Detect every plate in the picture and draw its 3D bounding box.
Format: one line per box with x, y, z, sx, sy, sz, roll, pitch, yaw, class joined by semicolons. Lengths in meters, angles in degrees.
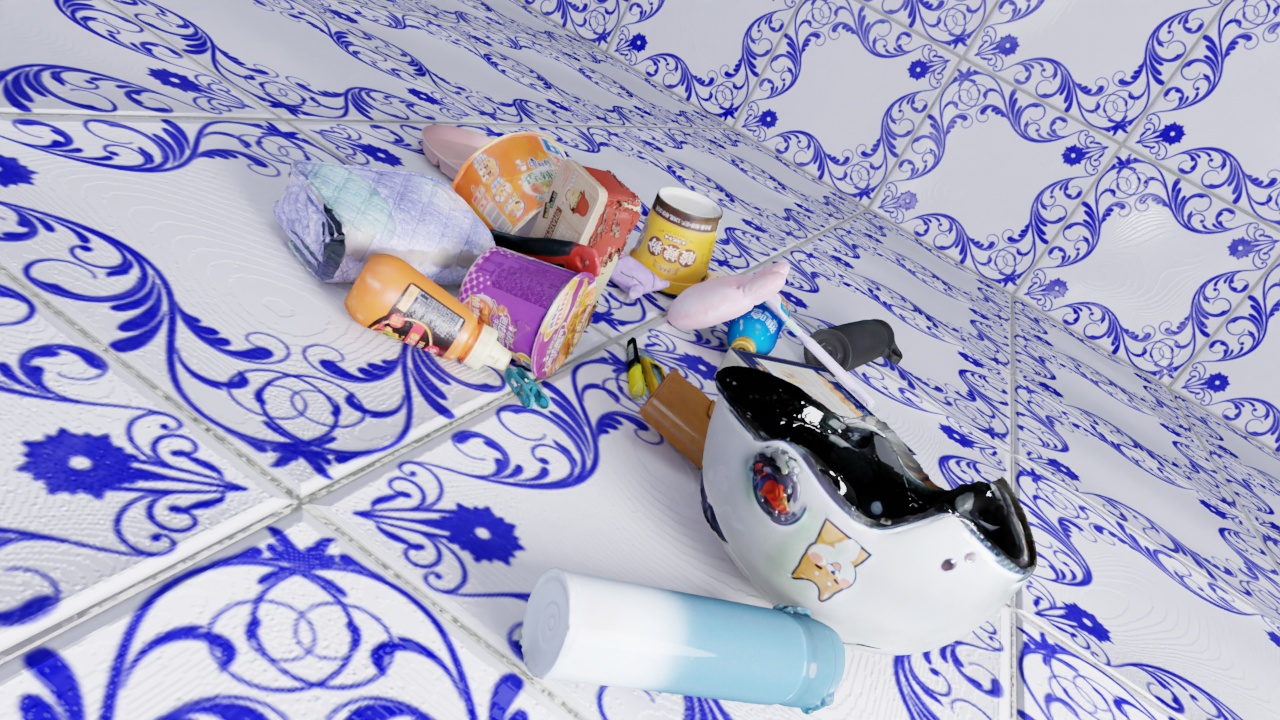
-0.206;-0.271;1.310;0.229;0.028;0.229;24;24;-11;plate

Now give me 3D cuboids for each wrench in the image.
-0.140;-0.123;0.951;0.274;0.056;0.016;20;36;38;wrench

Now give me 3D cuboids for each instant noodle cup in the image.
0.051;-0.166;1.253;0.118;0.115;0.118;15;29;-9;instant noodle cup
-0.111;-0.051;0.866;0.099;0.112;0.111;24;21;13;instant noodle cup
-0.126;-0.164;1.038;0.151;0.152;0.111;4;42;-46;instant noodle cup

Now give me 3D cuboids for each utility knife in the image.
0.020;0.031;0.950;0.033;0.015;0.180;23;23;-24;utility knife

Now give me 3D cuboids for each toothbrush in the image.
0.228;-0.012;1.159;0.189;0.021;0.029;48;-18;11;toothbrush

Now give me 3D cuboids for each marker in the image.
-0.006;0.006;0.972;0.015;0.018;0.124;25;22;-15;marker

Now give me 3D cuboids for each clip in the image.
-0.104;0.025;0.823;0.047;0.014;0.057;3;33;-43;clip

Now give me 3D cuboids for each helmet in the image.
0.156;0.130;0.722;0.274;0.157;0.229;28;14;23;helmet

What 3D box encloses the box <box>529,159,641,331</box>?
-0.063;-0.113;0.958;0.075;0.169;0.091;5;33;-40;box

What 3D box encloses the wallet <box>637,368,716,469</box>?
0.064;0.070;0.879;0.132;0.031;0.107;42;24;1;wallet

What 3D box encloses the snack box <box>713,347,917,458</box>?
0.200;0.063;1.057;0.182;0.046;0.178;10;29;-40;snack box

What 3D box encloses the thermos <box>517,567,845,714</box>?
0.035;0.181;0.588;0.220;0.070;0.070;17;26;-27;thermos

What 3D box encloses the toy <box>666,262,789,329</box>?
0.111;-0.080;1.149;0.054;0.160;0.121;66;24;-13;toy

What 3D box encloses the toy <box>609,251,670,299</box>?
-0.025;-0.115;1.179;0.108;0.039;0.083;38;33;18;toy

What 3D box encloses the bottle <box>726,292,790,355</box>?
0.148;-0.039;1.190;0.065;0.065;0.218;32;23;6;bottle

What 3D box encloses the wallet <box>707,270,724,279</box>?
0.117;-0.107;1.350;0.115;0.024;0.087;17;24;-24;wallet

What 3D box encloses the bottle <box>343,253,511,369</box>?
-0.180;-0.034;0.803;0.149;0.067;0.066;31;21;-17;bottle

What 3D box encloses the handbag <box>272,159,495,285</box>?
-0.247;-0.128;0.899;0.134;0.076;0.193;46;29;26;handbag

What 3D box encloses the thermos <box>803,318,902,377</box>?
0.322;-0.018;1.340;0.090;0.068;0.242;34;23;23;thermos
